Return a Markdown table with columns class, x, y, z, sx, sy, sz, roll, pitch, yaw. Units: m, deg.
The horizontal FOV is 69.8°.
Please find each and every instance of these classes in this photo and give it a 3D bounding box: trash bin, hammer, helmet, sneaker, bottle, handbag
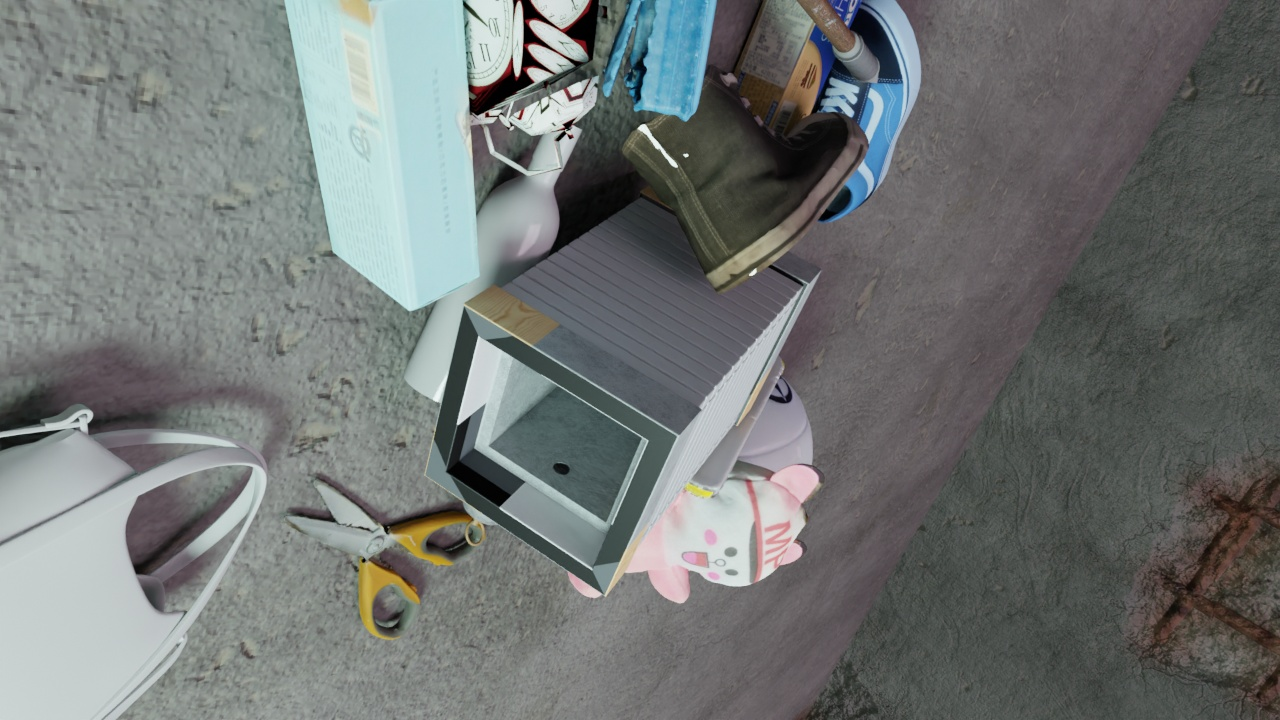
| class | x | y | z | sx | sy | sz | roll | pitch | yaw |
| --- | --- | --- | --- | --- | --- | --- | --- | --- | --- |
| trash bin | -0.004 | 0.004 | 0.634 | 0.246 | 0.142 | 0.143 | -43 | 160 | -51 |
| hammer | 0.108 | -0.242 | 0.601 | 0.043 | 0.156 | 0.321 | -44 | 154 | 19 |
| helmet | 0.073 | 0.112 | 0.915 | 0.263 | 0.164 | 0.237 | -21 | 137 | -55 |
| sneaker | 0.190 | -0.215 | 0.843 | 0.098 | 0.083 | 0.242 | -45 | 153 | -20 |
| bottle | -0.091 | -0.065 | 0.596 | 0.052 | 0.052 | 0.195 | 6 | 115 | -59 |
| handbag | -0.279 | 0.107 | 0.454 | 0.222 | 0.095 | 0.216 | -38 | 150 | -39 |
| sneaker | 0.077 | -0.149 | 0.638 | 0.095 | 0.120 | 0.234 | -29 | -167 | 45 |

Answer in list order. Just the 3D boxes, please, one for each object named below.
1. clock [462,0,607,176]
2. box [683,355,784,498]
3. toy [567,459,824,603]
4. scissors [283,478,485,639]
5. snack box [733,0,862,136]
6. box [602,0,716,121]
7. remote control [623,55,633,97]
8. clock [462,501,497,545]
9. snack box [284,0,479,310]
| class | x | y | z | sx | sy | sz | roll | pitch | yaw |
| --- | --- | --- | --- | --- | --- | --- | --- | --- | --- |
| clock | -0.065 | -0.167 | 0.451 | 0.064 | 0.115 | 0.155 | -34 | 128 | -34 |
| box | 0.038 | 0.032 | 0.770 | 0.209 | 0.130 | 0.039 | -51 | 154 | -52 |
| toy | 0.042 | 0.134 | 0.769 | 0.213 | 0.084 | 0.142 | -2 | 122 | -2 |
| scissors | -0.188 | 0.136 | 0.704 | 0.161 | 0.016 | 0.226 | -42 | 148 | -24 |
| snack box | 0.109 | -0.221 | 0.736 | 0.057 | 0.056 | 0.207 | -6 | 126 | -52 |
| box | 0.006 | -0.188 | 0.495 | 0.231 | 0.048 | 0.093 | -93 | -169 | -68 |
| remote control | 0.027 | -0.238 | 0.638 | 0.124 | 0.009 | 0.046 | -57 | 152 | 4 |
| clock | -0.102 | 0.083 | 0.730 | 0.103 | 0.056 | 0.148 | 16 | 105 | -54 |
| snack box | -0.127 | -0.115 | 0.462 | 0.053 | 0.075 | 0.175 | -34 | 145 | -36 |
